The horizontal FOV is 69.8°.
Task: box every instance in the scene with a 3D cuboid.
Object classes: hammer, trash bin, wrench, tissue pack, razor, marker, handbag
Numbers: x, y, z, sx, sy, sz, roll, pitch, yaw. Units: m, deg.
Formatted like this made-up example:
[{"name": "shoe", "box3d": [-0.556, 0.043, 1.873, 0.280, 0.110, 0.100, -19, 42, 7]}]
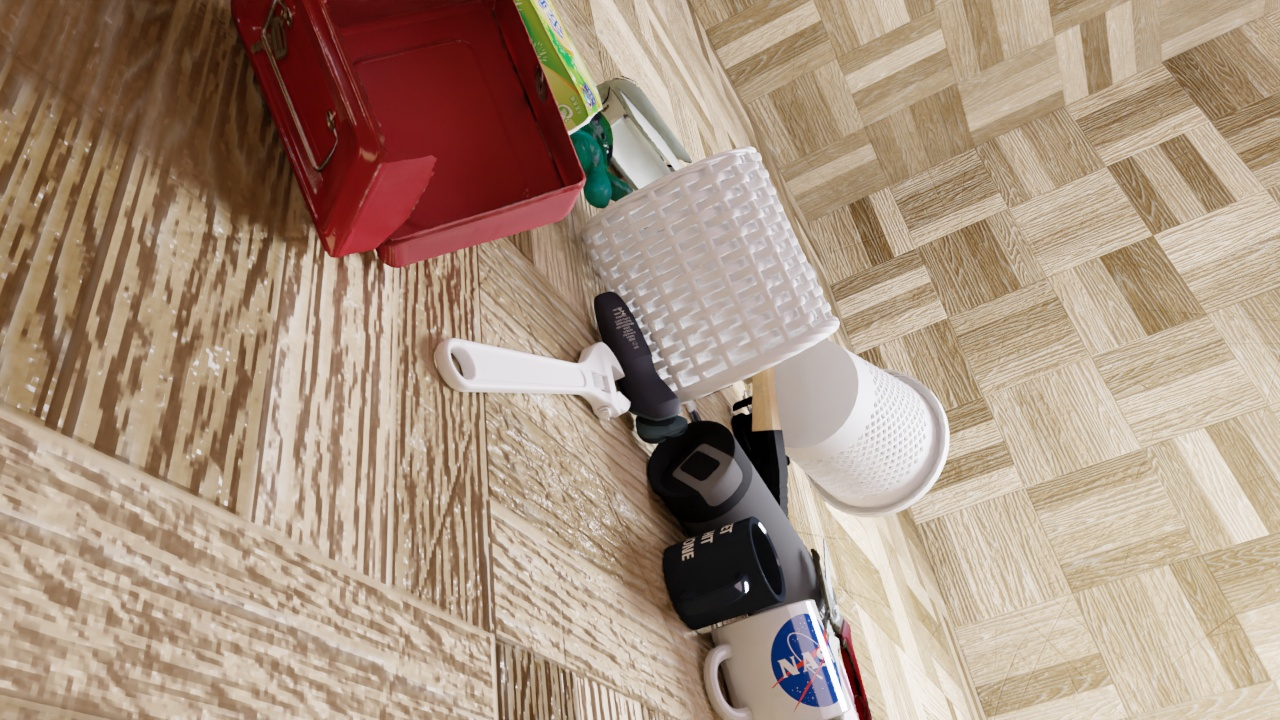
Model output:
[{"name": "hammer", "box3d": [0.135, 0.060, 0.990, 0.039, 0.131, 0.328, 4, 81, -45]}, {"name": "trash bin", "box3d": [0.242, 0.071, 1.108, 0.199, 0.196, 0.195, 31, 38, -47]}, {"name": "wrench", "box3d": [-0.067, 0.010, 0.659, 0.273, 0.018, 0.066, 11, 57, -69]}, {"name": "tissue pack", "box3d": [-0.122, -0.236, 0.660, 0.198, 0.120, 0.141, 54, 19, -18]}, {"name": "razor", "box3d": [-0.005, 0.005, 0.804, 0.047, 0.052, 0.143, -18, 81, -32]}, {"name": "marker", "box3d": [0.038, 0.016, 0.979, 0.152, 0.011, 0.011, 65, 17, -7]}, {"name": "handbag", "box3d": [-0.004, -0.282, 1.124, 0.151, 0.074, 0.175, 47, 16, -36]}]

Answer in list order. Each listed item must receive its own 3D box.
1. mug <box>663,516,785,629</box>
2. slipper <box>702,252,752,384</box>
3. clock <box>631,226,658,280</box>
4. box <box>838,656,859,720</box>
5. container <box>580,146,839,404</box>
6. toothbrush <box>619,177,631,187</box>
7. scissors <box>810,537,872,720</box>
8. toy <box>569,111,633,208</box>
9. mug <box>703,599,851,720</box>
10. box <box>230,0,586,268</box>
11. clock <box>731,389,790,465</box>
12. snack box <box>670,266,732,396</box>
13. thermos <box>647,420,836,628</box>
[{"name": "mug", "box3d": [0.064, 0.175, 0.732, 0.071, 0.078, 0.105, 67, 17, 0]}, {"name": "slipper", "box3d": [0.117, -0.087, 1.154, 0.115, 0.052, 0.262, 51, 22, -45]}, {"name": "clock", "box3d": [0.006, -0.131, 1.026, 0.129, 0.044, 0.099, -40, 106, -80]}, {"name": "box", "box3d": [0.211, 0.391, 0.927, 0.201, 0.067, 0.153, 70, 17, 10]}, {"name": "container", "box3d": [0.064, -0.077, 0.873, 0.187, 0.190, 0.189, 65, 17, -1]}, {"name": "toothbrush", "box3d": [-0.027, -0.203, 1.056, 0.015, 0.018, 0.181, 59, 16, -6]}, {"name": "scissors", "box3d": [0.186, 0.276, 0.860, 0.185, 0.015, 0.178, 50, 44, -38]}, {"name": "toy", "box3d": [-0.060, -0.202, 0.882, 0.131, 0.072, 0.193, 60, 9, -27]}, {"name": "mug", "box3d": [0.102, 0.256, 0.749, 0.121, 0.091, 0.090, -3, 66, -34]}, {"name": "box", "box3d": [-0.111, -0.150, 0.489, 0.169, 0.157, 0.156, -19, 85, -38]}, {"name": "clock", "box3d": [0.151, 0.093, 1.166, 0.091, 0.043, 0.120, 46, 27, -50]}, {"name": "snack box", "box3d": [0.065, -0.054, 1.109, 0.133, 0.036, 0.151, 58, 19, -25]}, {"name": "thermos", "box3d": [0.098, 0.163, 0.844, 0.240, 0.082, 0.082, 55, 20, -33]}]
